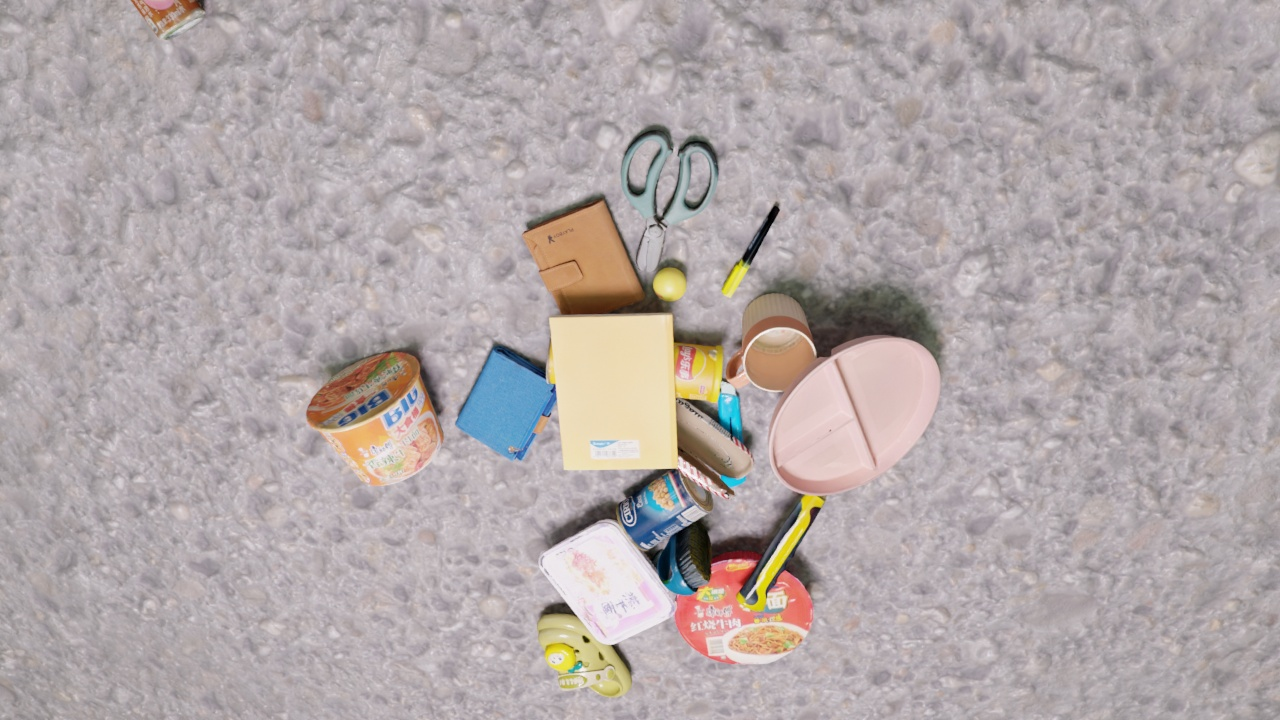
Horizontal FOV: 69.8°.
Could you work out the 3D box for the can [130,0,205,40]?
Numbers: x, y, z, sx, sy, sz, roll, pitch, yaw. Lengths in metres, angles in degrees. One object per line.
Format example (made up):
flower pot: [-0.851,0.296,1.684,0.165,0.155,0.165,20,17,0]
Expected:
can: [-0.523,-0.413,0.954,0.058,0.057,0.147,-25,113,16]

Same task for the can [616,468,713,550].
can: [0.034,0.194,1.223,0.111,0.075,0.075,-35,110,19]

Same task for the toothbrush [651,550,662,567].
toothbrush: [-0.017,0.341,1.338,0.018,0.016,0.192,36,115,-3]

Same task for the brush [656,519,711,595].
brush: [0.056,0.264,1.219,0.074,0.143,0.055,-34,104,13]

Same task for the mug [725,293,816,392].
mug: [0.149,-0.015,1.086,0.115,0.105,0.081,-39,108,21]

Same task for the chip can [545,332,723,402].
chip can: [-0.007,0.007,1.130,0.213,0.072,0.072,6,118,2]

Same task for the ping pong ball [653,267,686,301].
ping pong ball: [0.035,-0.091,1.092,0.040,0.040,0.040,2,118,3]

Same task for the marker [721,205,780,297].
marker: [0.129,-0.128,1.078,0.015,0.018,0.124,22,116,-13]

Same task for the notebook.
notebook: [-0.030,0.041,1.101,0.146,0.010,0.206,-1,114,5]

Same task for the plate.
plate: [0.250,0.065,1.083,0.229,0.028,0.230,-12,127,-17]

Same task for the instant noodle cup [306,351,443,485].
instant noodle cup: [-0.325,0.078,1.156,0.151,0.151,0.111,-14,124,11]

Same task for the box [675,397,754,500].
box: [0.072,0.102,1.175,0.163,0.076,0.087,35,93,-2]

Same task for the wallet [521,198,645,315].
wallet: [-0.067,-0.115,1.094,0.108,0.031,0.132,-19,114,12]

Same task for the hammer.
hammer: [0.218,0.186,1.190,0.126,0.032,0.324,29,102,-8]

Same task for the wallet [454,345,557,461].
wallet: [-0.169,0.057,1.188,0.106,0.040,0.133,30,116,-2]

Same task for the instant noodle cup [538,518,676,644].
instant noodle cup: [-0.042,0.299,1.283,0.138,0.060,0.173,-31,105,20]

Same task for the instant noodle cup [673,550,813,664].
instant noodle cup: [0.144,0.340,1.297,0.194,0.065,0.194,2,117,3]

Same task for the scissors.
scissors: [0.005,-0.185,1.057,0.129,0.019,0.186,30,114,-11]

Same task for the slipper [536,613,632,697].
slipper: [-0.084,0.452,1.359,0.092,0.081,0.190,-22,119,30]

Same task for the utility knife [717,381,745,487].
utility knife: [0.117,0.097,1.198,0.034,0.018,0.160,-3,116,7]
